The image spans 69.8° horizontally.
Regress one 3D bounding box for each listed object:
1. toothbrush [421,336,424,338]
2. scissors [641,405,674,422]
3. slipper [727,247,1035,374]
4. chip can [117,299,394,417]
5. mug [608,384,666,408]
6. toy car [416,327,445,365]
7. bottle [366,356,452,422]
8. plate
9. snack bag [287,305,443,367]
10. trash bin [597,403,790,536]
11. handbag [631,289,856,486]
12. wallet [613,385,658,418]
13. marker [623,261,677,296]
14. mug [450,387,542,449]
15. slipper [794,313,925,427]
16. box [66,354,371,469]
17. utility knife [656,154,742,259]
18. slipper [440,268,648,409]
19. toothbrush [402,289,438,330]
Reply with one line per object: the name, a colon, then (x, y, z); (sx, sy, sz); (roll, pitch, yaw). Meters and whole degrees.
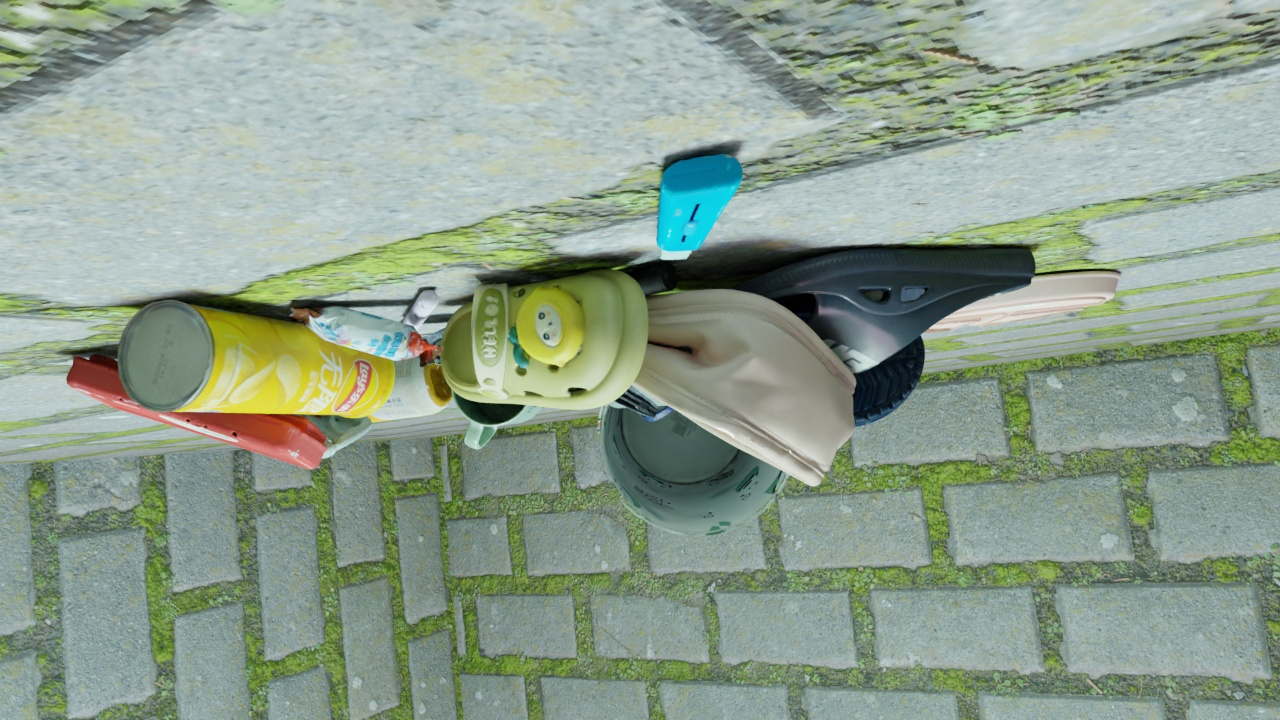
toothbrush: (-0.166, -0.016, 0.823); (0.191, 0.018, 0.016); (-5, 176, -10)
scissors: (0.063, 0.005, 0.960); (0.162, 0.012, 0.176); (-47, -153, -8)
slipper: (0.185, -0.036, 0.690); (0.267, 0.083, 0.111); (-6, 173, -20)
chip can: (-0.259, 0.004, 0.653); (0.072, 0.072, 0.213); (-7, 174, 14)
mug: (-0.005, 0.005, 0.910); (0.123, 0.083, 0.104); (2, 173, -39)
toy car: (-0.132, -0.019, 0.754); (0.105, 0.031, 0.049); (-10, 179, -23)
bottle: (-0.278, 0.029, 0.902); (0.190, 0.068, 0.068); (-8, 175, 18)
plate: (0.376, -0.057, 0.960); (0.229, 0.028, 0.229); (-6, 174, -1)
snack bag: (-0.193, -0.020, 0.643); (0.105, 0.026, 0.045); (18, 168, -24)
trash bin: (0.064, 0.085, 1.166); (0.229, 0.229, 0.252); (-6, -179, 0)
handbag: (0.033, 0.006, 0.700); (0.234, 0.093, 0.193); (17, 170, 39)
wallet: (-0.043, 0.003, 0.731); (0.097, 0.019, 0.120); (38, -178, 31)
marker: (-0.032, -0.046, 0.641); (0.132, 0.022, 0.020); (-10, -149, 36)
mug: (-0.142, 0.036, 0.920); (0.082, 0.111, 0.106); (24, 179, 4)
slipper: (0.120, 0.007, 0.823); (0.253, 0.105, 0.095); (4, 173, 7)
box: (-0.344, 0.041, 0.764); (0.201, 0.060, 0.161); (15, 179, 8)
utility knife: (0.024, -0.070, 0.473); (0.034, 0.018, 0.191); (-7, 176, -2)
slipper: (-0.082, -0.011, 0.615); (0.191, 0.091, 0.081); (-6, 174, 39)
toothbrush: (-0.174, -0.028, 0.693); (0.021, 0.029, 0.189); (-48, -170, -21)
